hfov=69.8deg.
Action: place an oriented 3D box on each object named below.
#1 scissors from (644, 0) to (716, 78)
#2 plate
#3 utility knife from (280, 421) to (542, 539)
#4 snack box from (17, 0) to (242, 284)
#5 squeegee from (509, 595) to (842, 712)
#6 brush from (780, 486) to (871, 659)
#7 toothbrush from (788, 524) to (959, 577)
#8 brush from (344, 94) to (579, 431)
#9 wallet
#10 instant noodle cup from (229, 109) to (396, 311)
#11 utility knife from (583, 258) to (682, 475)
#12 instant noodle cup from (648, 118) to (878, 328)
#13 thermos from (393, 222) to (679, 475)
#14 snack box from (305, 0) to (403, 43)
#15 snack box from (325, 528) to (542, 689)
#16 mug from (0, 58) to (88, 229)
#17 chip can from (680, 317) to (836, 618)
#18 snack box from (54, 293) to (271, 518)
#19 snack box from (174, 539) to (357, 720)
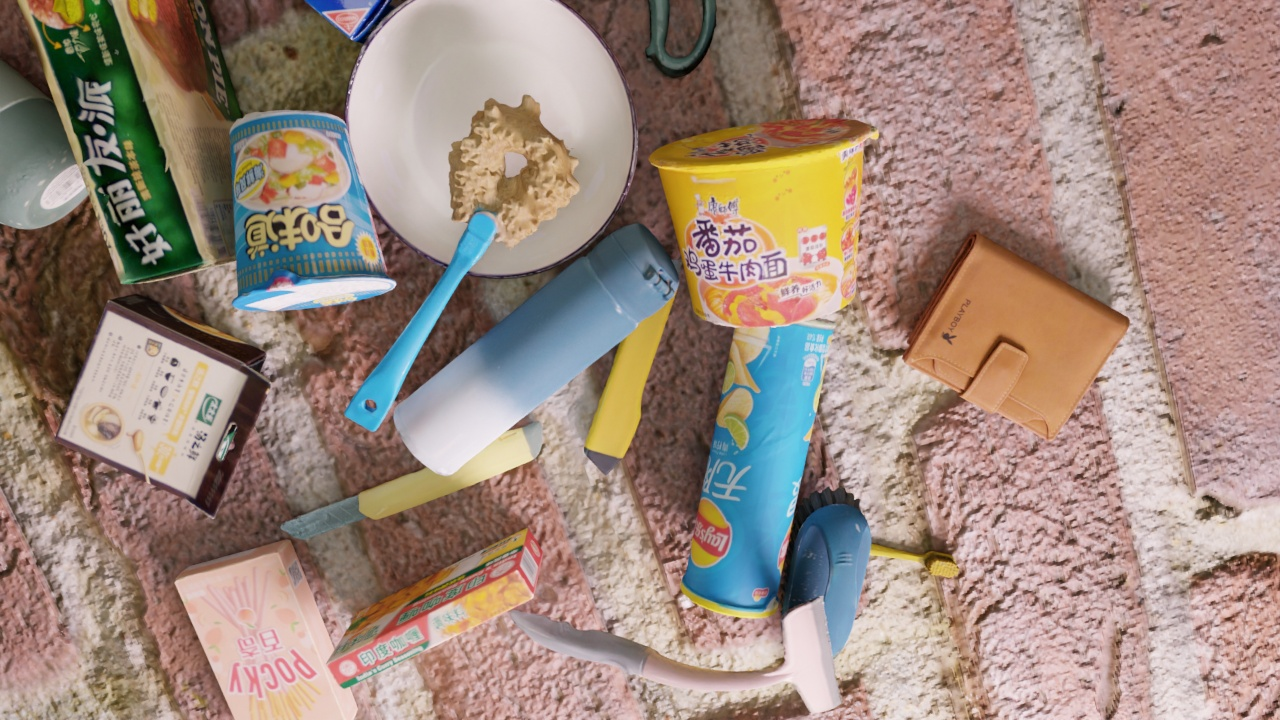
[{"bbox_3d":[-0.035,-0.259,0.609,0.181,0.019,0.170,-19,104,5],"label":"scissors"},{"bbox_3d":[-0.097,-0.152,0.612,0.192,0.039,0.193,1,111,3],"label":"plate"},{"bbox_3d":[-0.169,0.094,0.686,0.212,0.022,0.031,-22,100,-3],"label":"utility knife"},{"bbox_3d":[-0.308,-0.173,0.576,0.063,0.114,0.240,-13,103,3],"label":"snack box"},{"bbox_3d":[0.014,0.216,0.671,0.250,0.040,0.248,3,148,18],"label":"squeegee"},{"bbox_3d":[0.134,0.165,0.664,0.055,0.073,0.144,3,120,-3],"label":"brush"},{"bbox_3d":[0.151,0.141,0.701,0.190,0.016,0.016,12,103,-3],"label":"toothbrush"},{"bbox_3d":[-0.126,-0.055,0.601,0.083,0.045,0.255,32,106,-11],"label":"brush"},{"bbox_3d":[0.268,-0.015,0.662,0.132,0.031,0.108,28,99,-5],"label":"wallet"},{"bbox_3d":[-0.211,-0.094,0.574,0.099,0.099,0.110,-9,88,1],"label":"instant noodle cup"},{"bbox_3d":[-0.004,0.004,0.670,0.033,0.015,0.171,18,101,-10],"label":"utility knife"},{"bbox_3d":[0.081,-0.089,0.594,0.138,0.138,0.110,-9,111,1],"label":"instant noodle cup"},{"bbox_3d":[-0.070,-0.009,0.638,0.221,0.070,0.070,-38,100,10],"label":"thermos"},{"bbox_3d":[-0.239,-0.288,0.579,0.207,0.058,0.057,39,99,-8],"label":"snack box"},{"bbox_3d":[-0.148,0.181,0.677,0.156,0.077,0.027,-27,101,5],"label":"snack box"},{"bbox_3d":[-0.428,-0.138,0.606,0.106,0.082,0.112,41,129,-10],"label":"mug"},{"bbox_3d":[0.083,0.069,0.647,0.071,0.071,0.210,10,97,-3],"label":"chip can"},{"bbox_3d":[-0.331,0.031,0.653,0.125,0.053,0.113,26,101,-7],"label":"snack box"},{"bbox_3d":[-0.287,0.222,0.710,0.084,0.026,0.157,-16,102,3],"label":"snack box"}]
